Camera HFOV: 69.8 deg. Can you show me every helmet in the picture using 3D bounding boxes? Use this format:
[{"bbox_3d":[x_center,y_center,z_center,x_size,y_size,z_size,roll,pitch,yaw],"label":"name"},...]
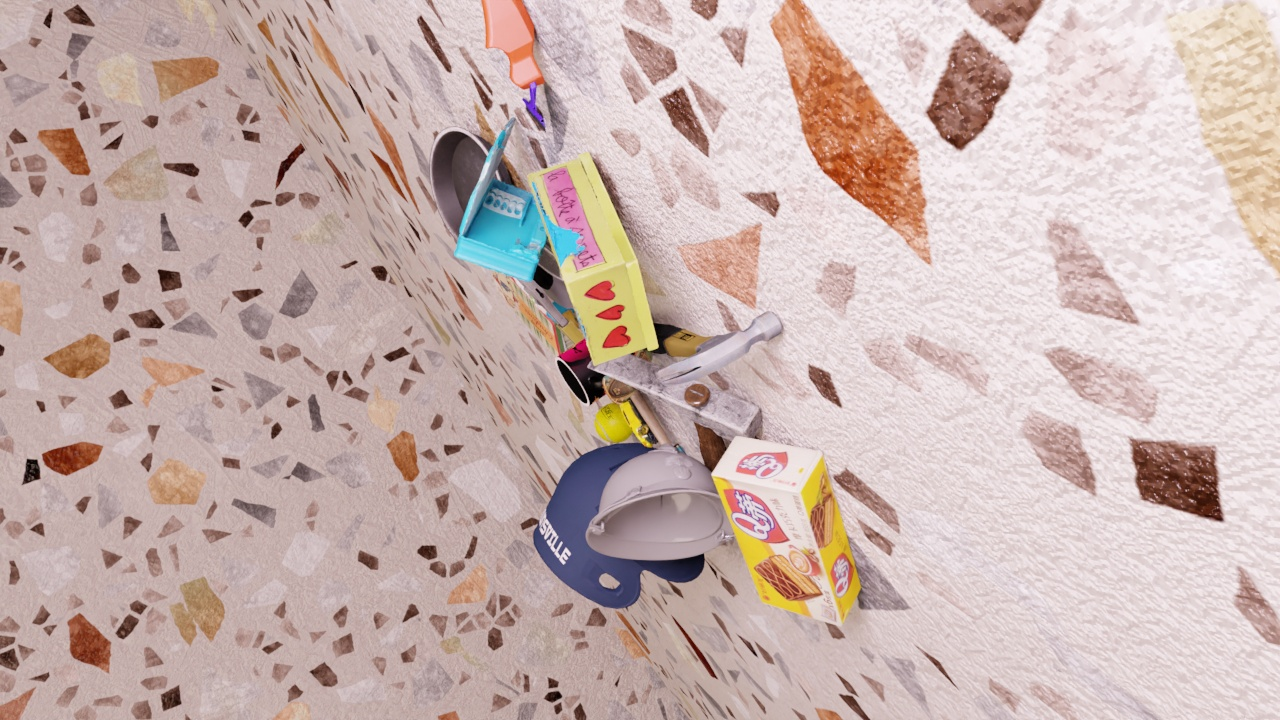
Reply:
[{"bbox_3d":[0.027,0.162,1.147,0.272,0.183,0.117,118,155,-58],"label":"helmet"},{"bbox_3d":[-0.007,0.242,1.422,0.272,0.223,0.232,30,-168,-27],"label":"helmet"}]

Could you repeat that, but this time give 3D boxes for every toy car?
[{"bbox_3d":[-0.007,0.007,1.181,0.047,0.111,0.047,-8,128,36],"label":"toy car"},{"bbox_3d":[-0.006,0.082,1.364,0.049,0.030,0.107,21,-143,-61],"label":"toy car"}]

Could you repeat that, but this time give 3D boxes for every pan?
[{"bbox_3d":[-0.191,-0.203,1.290,0.357,0.055,0.188,36,134,31],"label":"pan"}]

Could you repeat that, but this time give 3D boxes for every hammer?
[{"bbox_3d":[0.033,-0.021,0.999,0.025,0.117,0.333,62,168,-12],"label":"hammer"},{"bbox_3d":[0.022,0.101,1.314,0.331,0.031,0.119,55,-166,18],"label":"hammer"},{"bbox_3d":[0.062,0.106,1.170,0.218,0.037,0.301,23,155,27],"label":"hammer"}]

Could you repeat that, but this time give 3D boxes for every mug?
[{"bbox_3d":[-0.047,0.007,1.264,0.118,0.098,0.082,24,145,61],"label":"mug"}]

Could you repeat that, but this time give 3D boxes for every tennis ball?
[{"bbox_3d":[-0.041,0.101,1.483,0.065,0.065,0.065,49,162,21],"label":"tennis ball"}]

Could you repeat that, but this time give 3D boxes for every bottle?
[{"bbox_3d":[-0.141,-0.100,1.405,0.146,0.051,0.051,49,162,20],"label":"bottle"}]

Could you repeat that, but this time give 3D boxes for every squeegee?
[{"bbox_3d":[-0.137,-0.338,0.938,0.185,0.055,0.249,63,179,-23],"label":"squeegee"}]

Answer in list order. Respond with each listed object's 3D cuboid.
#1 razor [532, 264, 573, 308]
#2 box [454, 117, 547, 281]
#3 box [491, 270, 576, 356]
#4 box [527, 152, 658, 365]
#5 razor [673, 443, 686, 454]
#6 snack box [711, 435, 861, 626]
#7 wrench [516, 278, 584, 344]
[{"bbox_3d":[-0.148,-0.133,1.362,0.156,0.057,0.060,38,-156,7],"label":"razor"},{"bbox_3d":[-0.144,-0.198,1.085,0.226,0.098,0.122,-88,18,-63],"label":"box"},{"bbox_3d":[-0.176,-0.099,1.513,0.205,0.049,0.118,45,161,29],"label":"box"},{"bbox_3d":[-0.051,-0.110,0.973,0.220,0.081,0.124,-115,6,-49],"label":"box"},{"bbox_3d":[0.091,0.185,1.356,0.042,0.022,0.144,-41,77,36],"label":"razor"},{"bbox_3d":[0.166,0.193,1.027,0.110,0.061,0.230,8,135,37],"label":"snack box"},{"bbox_3d":[-0.100,-0.042,1.347,0.273,0.018,0.083,48,172,-33],"label":"wrench"}]
